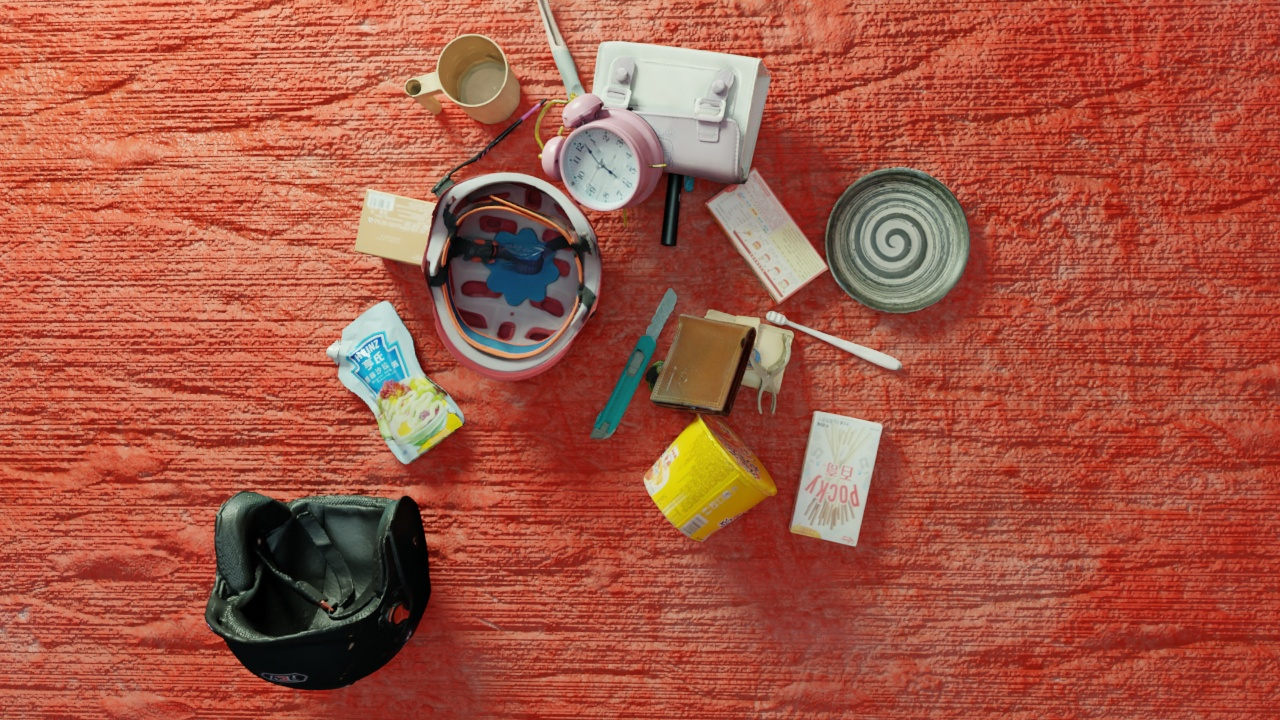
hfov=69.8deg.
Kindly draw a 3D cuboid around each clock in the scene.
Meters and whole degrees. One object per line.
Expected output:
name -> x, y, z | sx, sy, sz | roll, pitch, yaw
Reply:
clock -> -0.052, -0.240, 1.062 | 0.158, 0.059, 0.117 | 38, 124, 3

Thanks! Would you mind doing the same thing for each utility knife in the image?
utility knife -> -0.007, 0.007, 1.161 | 0.029, 0.013, 0.216 | 26, 93, 2

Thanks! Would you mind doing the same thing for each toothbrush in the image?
toothbrush -> 0.242, -0.025, 1.146 | 0.180, 0.016, 0.016 | 22, 95, 2
toothbrush -> -0.190, -0.269, 1.161 | 0.189, 0.014, 0.018 | -38, 100, 3

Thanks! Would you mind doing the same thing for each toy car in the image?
toy car -> 0.050, 0.031, 1.144 | 0.091, 0.036, 0.043 | 26, 138, -3

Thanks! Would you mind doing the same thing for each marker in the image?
marker -> 0.040, -0.209, 1.148 | 0.022, 0.020, 0.132 | 5, 92, -9

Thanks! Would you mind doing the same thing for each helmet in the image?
helmet -> -0.148, -0.108, 1.104 | 0.207, 0.143, 0.240 | 11, 108, -2
helmet -> -0.364, 0.267, 1.066 | 0.234, 0.274, 0.230 | -1, 119, 13

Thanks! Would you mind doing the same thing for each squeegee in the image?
squeegee -> -0.101, -0.391, 1.140 | 0.247, 0.040, 0.249 | -21, 97, -14

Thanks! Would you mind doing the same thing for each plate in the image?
plate -> 0.315, -0.148, 1.133 | 0.179, 0.024, 0.179 | 0, 92, 1

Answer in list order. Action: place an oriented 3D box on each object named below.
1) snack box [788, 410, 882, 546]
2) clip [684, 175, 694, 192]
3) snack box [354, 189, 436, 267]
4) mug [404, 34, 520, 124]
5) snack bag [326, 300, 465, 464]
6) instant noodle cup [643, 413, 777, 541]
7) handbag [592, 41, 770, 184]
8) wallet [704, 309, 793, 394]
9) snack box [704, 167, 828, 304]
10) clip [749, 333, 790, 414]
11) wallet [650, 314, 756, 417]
snack box -> 0.243, 0.147, 1.148 | 0.085, 0.027, 0.157 | 12, 92, 2
clip -> 0.062, -0.238, 1.145 | 0.014, 0.043, 0.056 | 3, 92, 5
snack box -> -0.285, -0.158, 1.129 | 0.093, 0.094, 0.077 | 12, 92, 2
mug -> -0.212, -0.332, 1.114 | 0.125, 0.103, 0.084 | -16, 91, 3
snack bag -> -0.313, 0.029, 1.167 | 0.110, 0.038, 0.191 | -35, 89, 15
instant noodle cup -> 0.079, 0.144, 1.108 | 0.110, 0.138, 0.138 | -44, 89, 12
handbag -> 0.041, -0.293, 1.092 | 0.197, 0.098, 0.145 | 12, 100, 17
wallet -> 0.128, -0.013, 1.150 | 0.115, 0.024, 0.087 | 14, 92, 3
snack box -> 0.156, -0.154, 1.141 | 0.077, 0.027, 0.156 | -36, 90, 3
clip -> 0.144, 0.009, 1.124 | 0.092, 0.035, 0.103 | 22, 103, -6
wallet -> 0.074, 0.005, 1.089 | 0.101, 0.032, 0.124 | 8, 65, 30
